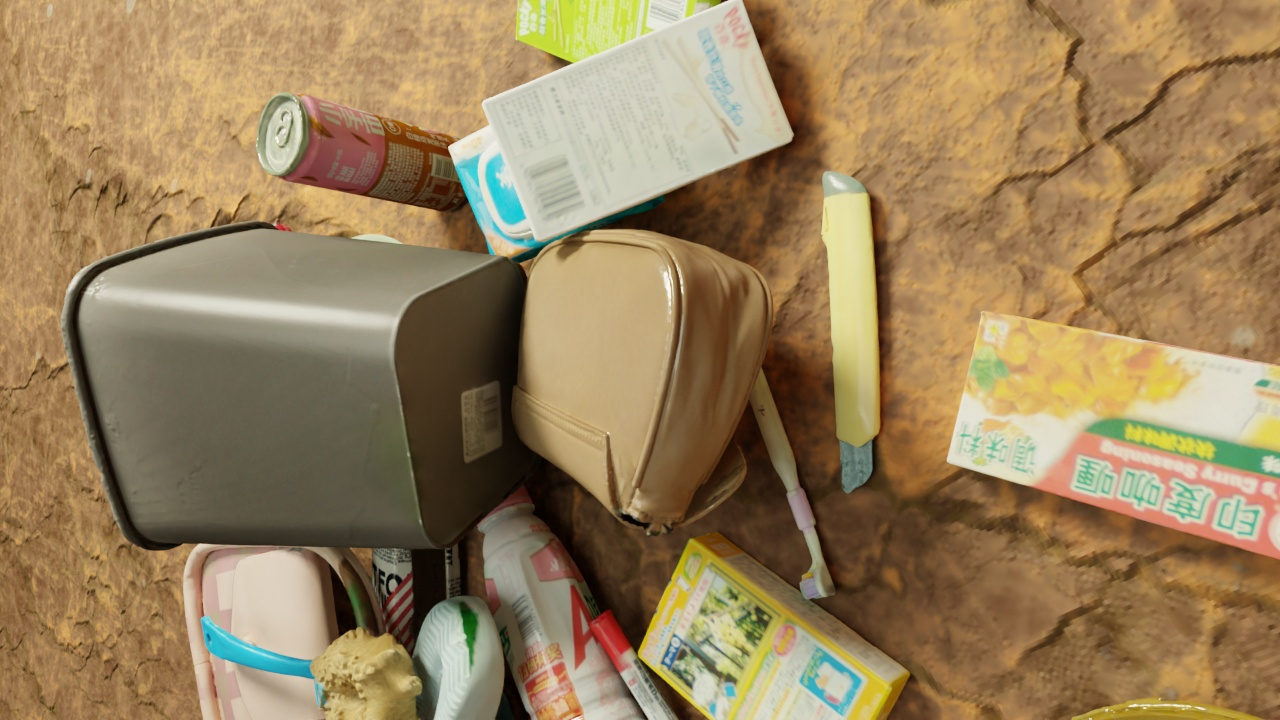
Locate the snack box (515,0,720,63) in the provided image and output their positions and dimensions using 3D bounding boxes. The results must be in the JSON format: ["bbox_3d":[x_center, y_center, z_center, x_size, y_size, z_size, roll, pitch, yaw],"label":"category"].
[{"bbox_3d":[-0.019,-0.226,0.580,0.156,0.026,0.086,31,127,33],"label":"snack box"}]

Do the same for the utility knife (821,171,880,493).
[{"bbox_3d":[0.113,-0.016,0.497,0.031,0.019,0.176,-3,83,41],"label":"utility knife"}]

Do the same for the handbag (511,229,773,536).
[{"bbox_3d":[-0.003,0.003,0.513,0.205,0.099,0.148,22,100,63],"label":"handbag"}]

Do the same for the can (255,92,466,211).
[{"bbox_3d":[-0.188,-0.144,0.647,0.058,0.147,0.058,-1,88,37],"label":"can"}]

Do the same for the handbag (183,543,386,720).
[{"bbox_3d":[-0.262,0.218,0.716,0.235,0.093,0.193,-22,77,41],"label":"handbag"}]

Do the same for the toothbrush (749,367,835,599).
[{"bbox_3d":[0.074,0.042,0.526,0.020,0.029,0.189,-15,75,-7],"label":"toothbrush"}]

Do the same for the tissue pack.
[{"bbox_3d":[-0.056,-0.119,0.588,0.140,0.063,0.090,-16,97,35],"label":"tissue pack"}]

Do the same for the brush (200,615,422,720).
[{"bbox_3d":[-0.240,0.213,0.636,0.255,0.045,0.083,1,101,37],"label":"brush"}]

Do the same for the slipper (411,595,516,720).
[{"bbox_3d":[-0.116,0.249,0.621,0.104,0.074,0.246,58,142,43],"label":"slipper"}]

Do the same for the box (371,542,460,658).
[{"bbox_3d":[-0.164,0.163,0.693,0.075,0.076,0.163,1,95,56],"label":"box"}]

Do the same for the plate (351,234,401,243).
[{"bbox_3d":[-0.236,0.009,0.756,0.231,0.027,0.230,-1,88,38],"label":"plate"}]

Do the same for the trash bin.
[{"bbox_3d":[-0.195,0.018,0.590,0.220,0.198,0.199,4,110,21],"label":"trash bin"}]

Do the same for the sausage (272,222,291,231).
[{"bbox_3d":[-0.277,-0.055,0.758,0.020,0.020,0.155,-41,66,29],"label":"sausage"}]

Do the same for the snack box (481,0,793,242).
[{"bbox_3d":[-0.002,-0.134,0.519,0.157,0.027,0.085,-22,96,1],"label":"snack box"}]

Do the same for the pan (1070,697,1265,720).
[{"bbox_3d":[0.291,0.292,0.341,0.357,0.078,0.198,45,117,36],"label":"pan"}]

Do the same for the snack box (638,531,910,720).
[{"bbox_3d":[0.070,0.171,0.518,0.140,0.033,0.087,31,107,32],"label":"snack box"}]

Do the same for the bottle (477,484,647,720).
[{"bbox_3d":[-0.058,0.173,0.596,0.068,0.068,0.196,-42,62,29],"label":"bottle"}]

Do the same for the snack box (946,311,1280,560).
[{"bbox_3d":[0.223,0.030,0.408,0.156,0.027,0.077,16,100,36],"label":"snack box"}]

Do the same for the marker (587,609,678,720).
[{"bbox_3d":[0.014,0.216,0.552,0.017,0.017,0.145,-40,78,29],"label":"marker"}]
